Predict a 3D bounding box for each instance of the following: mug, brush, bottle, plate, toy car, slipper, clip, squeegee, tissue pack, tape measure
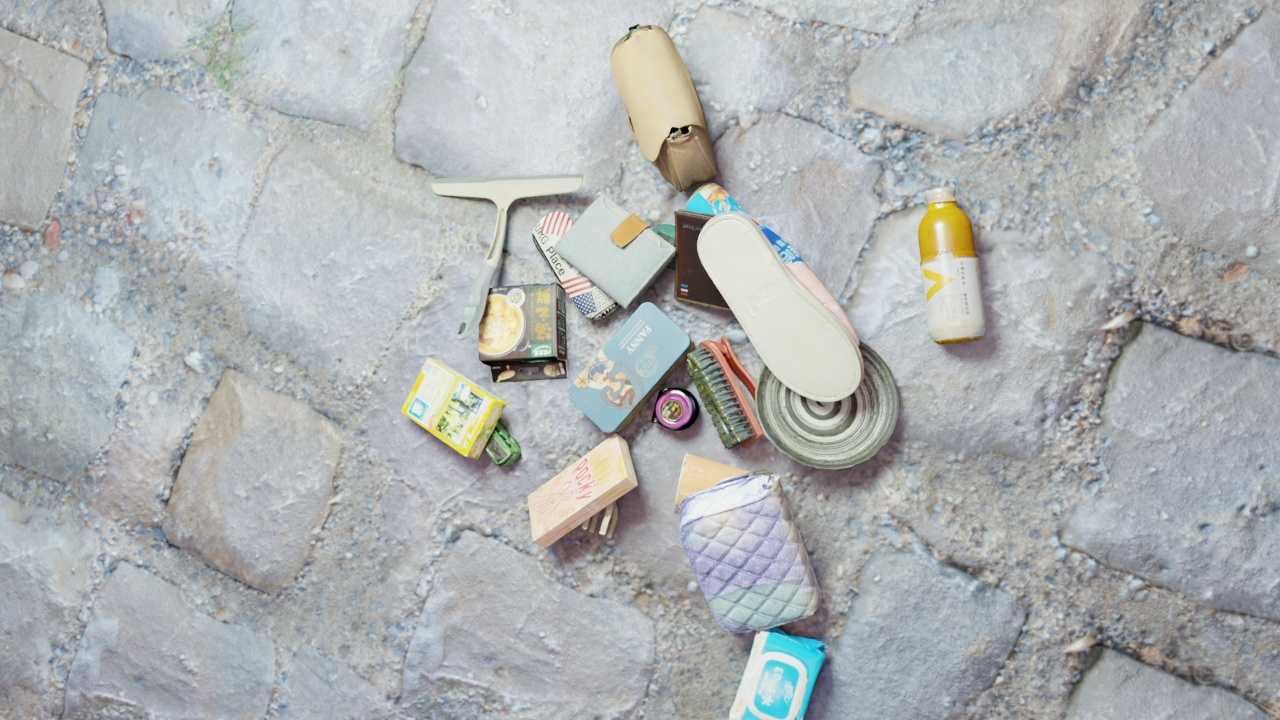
[{"bbox_3d":[0.110,0.168,1.164,0.123,0.078,0.078,11,89,8],"label":"mug"},{"bbox_3d":[0.115,0.038,1.179,0.069,0.063,0.145,-23,79,-20],"label":"brush"},{"bbox_3d":[0.151,-0.139,1.176,0.218,0.065,0.065,43,96,12],"label":"bottle"},{"bbox_3d":[0.232,0.049,1.152,0.179,0.024,0.179,-1,75,3],"label":"plate"},{"bbox_3d":[-0.204,0.105,1.258,0.043,0.036,0.091,-43,75,8],"label":"toy car"},{"bbox_3d":[0.172,-0.066,1.125,0.114,0.054,0.274,-40,90,25],"label":"slipper"},{"bbox_3d":[-0.047,0.186,1.200,0.035,0.092,0.103,16,101,14],"label":"clip"},{"bbox_3d":[-0.206,-0.135,1.243,0.247,0.039,0.246,3,70,24],"label":"squeegee"},{"bbox_3d":[0.170,0.403,1.137,0.090,0.063,0.140,18,90,13],"label":"tissue pack"},{"bbox_3d":[0.048,0.064,1.200,0.058,0.039,0.057,13,89,18],"label":"tape measure"},{"bbox_3d":[0.377,-0.116,1.121,0.068,0.068,0.189,-6,85,12],"label":"bottle"},{"bbox_3d":[0.034,-0.154,1.224,0.054,0.025,0.058,20,90,12],"label":"tape measure"}]

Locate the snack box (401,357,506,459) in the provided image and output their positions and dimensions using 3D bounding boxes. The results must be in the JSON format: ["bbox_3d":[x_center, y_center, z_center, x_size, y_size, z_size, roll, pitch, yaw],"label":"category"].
[{"bbox_3d":[-0.257,0.064,1.254,0.140,0.033,0.087,28,93,32],"label":"snack box"}]

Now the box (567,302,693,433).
[{"bbox_3d":[-0.007,0.007,1.206,0.090,0.059,0.184,40,97,12],"label":"box"}]

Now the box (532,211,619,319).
[{"bbox_3d":[-0.087,-0.128,1.246,0.071,0.057,0.164,-37,77,23],"label":"box"}]

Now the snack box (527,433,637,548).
[{"bbox_3d":[-0.078,0.170,1.195,0.157,0.026,0.084,-37,36,15],"label":"snack box"}]

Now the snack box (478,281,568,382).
[{"bbox_3d":[-0.160,-0.038,1.252,0.113,0.053,0.125,-4,80,13],"label":"snack box"}]

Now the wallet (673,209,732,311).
[{"bbox_3d":[0.085,-0.128,1.176,0.096,0.020,0.122,15,119,31],"label":"wallet"}]

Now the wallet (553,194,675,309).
[{"bbox_3d":[-0.033,-0.145,1.198,0.130,0.037,0.106,40,85,12],"label":"wallet"}]

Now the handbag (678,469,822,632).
[{"bbox_3d":[0.131,0.232,1.113,0.134,0.075,0.194,-17,115,11],"label":"handbag"}]

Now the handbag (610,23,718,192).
[{"bbox_3d":[0.027,-0.320,1.171,0.100,0.148,0.204,-22,72,8],"label":"handbag"}]
